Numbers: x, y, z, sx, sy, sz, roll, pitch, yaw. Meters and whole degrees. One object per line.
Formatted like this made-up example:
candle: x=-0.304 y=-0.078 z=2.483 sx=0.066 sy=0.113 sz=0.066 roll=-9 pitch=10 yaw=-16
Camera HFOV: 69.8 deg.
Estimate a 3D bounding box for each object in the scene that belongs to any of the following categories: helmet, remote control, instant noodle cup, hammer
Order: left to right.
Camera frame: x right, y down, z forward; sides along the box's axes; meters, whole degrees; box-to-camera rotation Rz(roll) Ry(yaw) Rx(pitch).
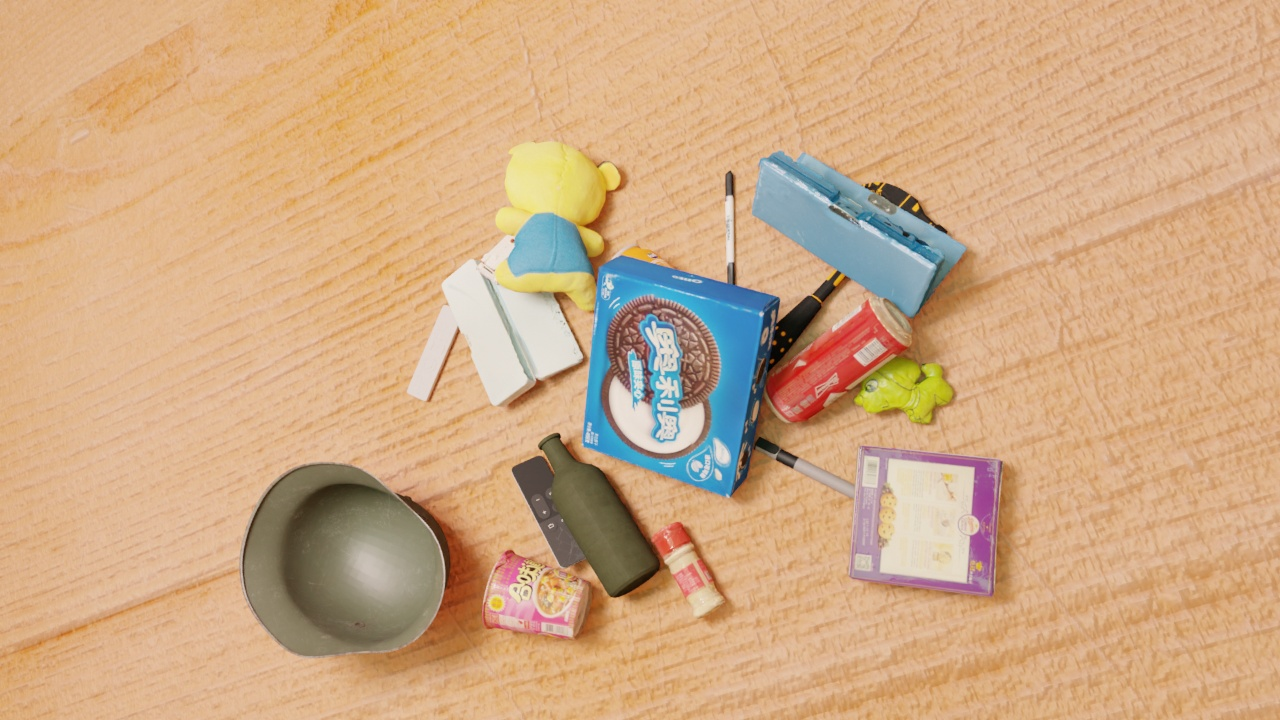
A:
helmet: x=-0.334 y=0.250 z=1.138 sx=0.268 sy=0.153 sz=0.227 roll=19 pitch=86 yaw=22
remote control: x=-0.275 y=-0.010 z=1.237 sx=0.033 sy=0.012 sz=0.131 roll=22 pitch=89 yaw=19
instant noodle cup: x=-0.119 y=0.285 z=1.093 sx=0.109 sy=0.097 sz=0.097 roll=12 pitch=85 yaw=13
remote control: x=-0.110 y=0.185 z=1.130 sx=0.045 sy=0.008 sz=0.146 roll=-23 pitch=66 yaw=-19
hammer: x=0.202 y=-0.073 z=1.067 sx=0.321 sy=0.036 sz=0.123 roll=-47 pitch=68 yaw=4

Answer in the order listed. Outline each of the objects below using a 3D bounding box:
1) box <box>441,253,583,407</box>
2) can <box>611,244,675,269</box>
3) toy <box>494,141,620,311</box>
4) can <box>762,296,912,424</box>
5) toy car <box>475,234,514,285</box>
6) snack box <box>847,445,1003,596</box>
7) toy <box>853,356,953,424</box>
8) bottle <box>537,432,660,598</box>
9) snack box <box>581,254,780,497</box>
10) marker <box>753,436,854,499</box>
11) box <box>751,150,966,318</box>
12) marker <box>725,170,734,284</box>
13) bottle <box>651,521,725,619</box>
box: x=-0.171 y=-0.052 z=1.188 sx=0.136 sy=0.049 sz=0.197 roll=-28 pitch=71 yaw=5
can: x=0.026 y=-0.072 z=1.104 sx=0.142 sy=0.079 sz=0.079 roll=42 pitch=96 yaw=21
toy: x=-0.105 y=-0.180 z=1.150 sx=0.149 sy=0.084 sz=0.213 roll=11 pitch=75 yaw=-17
can: x=0.216 y=0.002 z=1.011 sx=0.171 sy=0.067 sz=0.067 roll=-40 pitch=69 yaw=26
toy car: x=-0.162 y=-0.149 z=1.188 sx=0.039 sy=0.039 sz=0.113 roll=37 pitch=70 yaw=14
snack box: x=0.301 y=0.168 z=0.975 sx=0.148 sy=0.040 sz=0.143 roll=5 pitch=83 yaw=13
toy: x=0.289 y=0.031 z=1.016 sx=0.094 sy=0.036 sz=0.093 roll=-43 pitch=73 yaw=1
bottle: x=-0.058 y=0.178 z=1.096 sx=0.071 sy=0.071 sz=0.206 roll=-38 pitch=71 yaw=10
snack box: x=0.039 y=0.019 z=1.038 sx=0.196 sy=0.056 sz=0.239 roll=17 pitch=118 yaw=21
marker: x=0.194 y=0.126 z=1.043 sx=0.140 sy=0.016 sz=0.016 roll=26 pitch=90 yaw=22
box: x=0.246 y=-0.160 z=1.029 sx=0.231 sy=0.094 sz=0.102 roll=37 pitch=61 yaw=23
marker: x=0.110 y=-0.160 z=1.126 sx=0.011 sy=0.011 sz=0.152 roll=-3 pitch=80 yaw=19
bottle: x=0.055 y=0.242 z=1.060 sx=0.044 sy=0.044 sz=0.109 roll=-34 pitch=72 yaw=11
